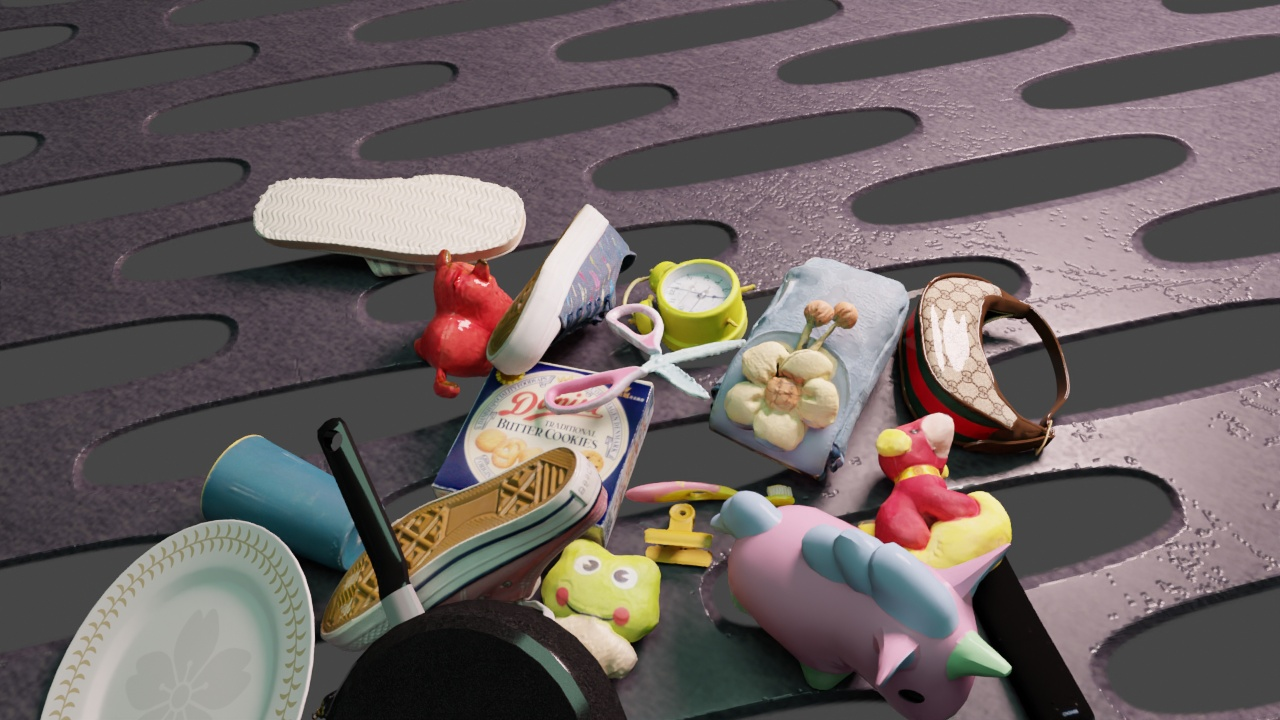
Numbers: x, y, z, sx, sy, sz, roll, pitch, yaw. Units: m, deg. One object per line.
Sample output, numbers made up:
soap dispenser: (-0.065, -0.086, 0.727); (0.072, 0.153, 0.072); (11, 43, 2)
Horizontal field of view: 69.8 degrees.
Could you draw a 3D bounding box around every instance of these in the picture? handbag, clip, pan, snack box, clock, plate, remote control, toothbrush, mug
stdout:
handbag: (0.295, 0.005, 0.778); (0.138, 0.063, 0.166); (9, 53, -1)
clip: (0.031, 0.133, 0.711); (0.054, 0.045, 0.048); (3, 77, 8)
pan: (-0.141, 0.189, 0.582); (0.204, 0.044, 0.355); (-32, 73, 8)
snack box: (-0.076, 0.071, 0.759); (0.144, 0.043, 0.144); (11, 53, 13)
handbag: (0.142, -0.004, 0.753); (0.122, 0.119, 0.191); (26, 69, 22)
clock: (0.042, -0.050, 0.839); (0.119, 0.057, 0.083); (9, 53, 19)
plate: (-0.317, 0.227, 0.627); (0.243, 0.016, 0.242); (-13, 58, 21)
remote control: (0.268, 0.191, 0.653); (0.041, 0.020, 0.151); (-13, 49, -5)
toothbrush: (0.055, 0.107, 0.736); (0.135, 0.021, 0.016); (2, 48, 1)
mug: (-0.268, 0.116, 0.721); (0.121, 0.078, 0.078); (20, 55, 13)

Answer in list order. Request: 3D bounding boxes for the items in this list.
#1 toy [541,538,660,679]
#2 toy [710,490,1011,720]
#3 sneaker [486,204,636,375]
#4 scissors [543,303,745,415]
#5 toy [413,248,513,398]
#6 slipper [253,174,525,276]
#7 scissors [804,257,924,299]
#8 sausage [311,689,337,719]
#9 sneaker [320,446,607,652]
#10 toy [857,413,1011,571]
toy: (-0.036, 0.189, 0.662); (0.092, 0.043, 0.117); (14, 56, 14)
toy: (0.128, 0.147, 0.600); (0.120, 0.171, 0.222); (-37, 58, -23)
sneaker: (-0.064, -0.054, 0.824); (0.079, 0.088, 0.234); (37, 37, -10)
scissors: (0.003, -0.007, 0.754); (0.171, 0.014, 0.168); (-16, 35, 15)
toy: (-0.167, -0.030, 0.815); (0.088, 0.094, 0.132); (7, 54, 10)
slipper: (-0.253, -0.140, 0.933); (0.272, 0.054, 0.114); (2, 55, 0)
scissors: (0.185, -0.037, 0.844); (0.174, 0.014, 0.141); (-30, 62, -14)
sausage: (-0.160, 0.222, 0.660); (0.155, 0.020, 0.020); (-20, 53, -12)
sneaker: (-0.119, 0.151, 0.666); (0.241, 0.088, 0.118); (-29, 31, 14)
toy: (0.215, 0.111, 0.696); (0.106, 0.067, 0.137); (-21, 52, 13)
